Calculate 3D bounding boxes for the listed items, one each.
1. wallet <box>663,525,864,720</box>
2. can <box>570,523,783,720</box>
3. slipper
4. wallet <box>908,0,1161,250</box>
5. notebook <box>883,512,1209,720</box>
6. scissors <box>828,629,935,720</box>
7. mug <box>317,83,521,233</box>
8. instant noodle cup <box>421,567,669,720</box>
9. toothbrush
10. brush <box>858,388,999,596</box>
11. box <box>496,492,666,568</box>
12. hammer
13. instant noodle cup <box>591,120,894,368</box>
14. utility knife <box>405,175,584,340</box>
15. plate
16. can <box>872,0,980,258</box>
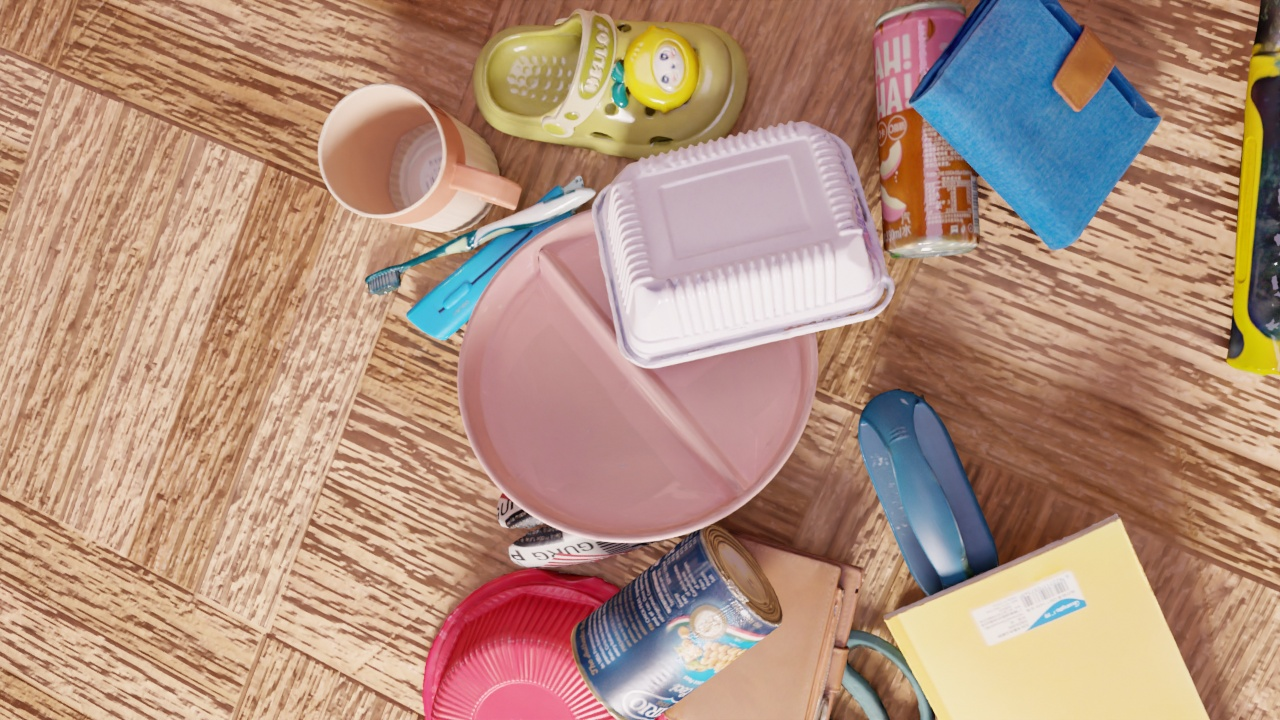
[{"bbox_3d":[0.078,0.183,0.593,0.108,0.031,0.132,12,92,19],"label":"wallet"},{"bbox_3d":[0.023,0.160,0.559,0.111,0.075,0.075,-41,84,14],"label":"can"},{"bbox_3d":[-0.028,-0.181,0.597,0.191,0.081,0.091,7,96,14],"label":"slipper"},{"bbox_3d":[0.232,-0.146,0.535,0.133,0.040,0.106,40,82,-15],"label":"wallet"},{"bbox_3d":[0.255,0.206,0.552,0.146,0.010,0.206,-27,105,12],"label":"notebook"},{"bbox_3d":[0.127,0.194,0.606,0.130,0.019,0.185,-25,88,13],"label":"scissors"},{"bbox_3d":[-0.133,-0.124,0.605,0.114,0.105,0.082,17,95,10],"label":"mug"},{"bbox_3d":[-0.070,0.243,0.626,0.194,0.065,0.194,0,91,12],"label":"instant noodle cup"},{"bbox_3d":[-0.115,-0.081,0.635,0.192,0.016,0.018,-18,71,21],"label":"toothbrush"},{"bbox_3d":[0.177,0.087,0.565,0.055,0.073,0.144,-22,88,17],"label":"brush"},{"bbox_3d":[-0.019,0.082,0.617,0.163,0.076,0.087,-19,66,14],"label":"box"},{"bbox_3d":[0.355,-0.153,0.514,0.032,0.126,0.323,-3,101,4],"label":"hammer"},{"bbox_3d":[0.058,-0.081,0.562,0.173,0.060,0.138,-12,68,3],"label":"instant noodle cup"},{"bbox_3d":[-0.098,-0.072,0.645,0.160,0.018,0.034,-40,83,9],"label":"utility knife"},{"bbox_3d":[-0.003,0.003,0.586,0.229,0.028,0.229,-3,69,8],"label":"plate"},{"bbox_3d":[0.176,-0.139,0.566,0.058,0.058,0.147,-3,91,12],"label":"can"}]
